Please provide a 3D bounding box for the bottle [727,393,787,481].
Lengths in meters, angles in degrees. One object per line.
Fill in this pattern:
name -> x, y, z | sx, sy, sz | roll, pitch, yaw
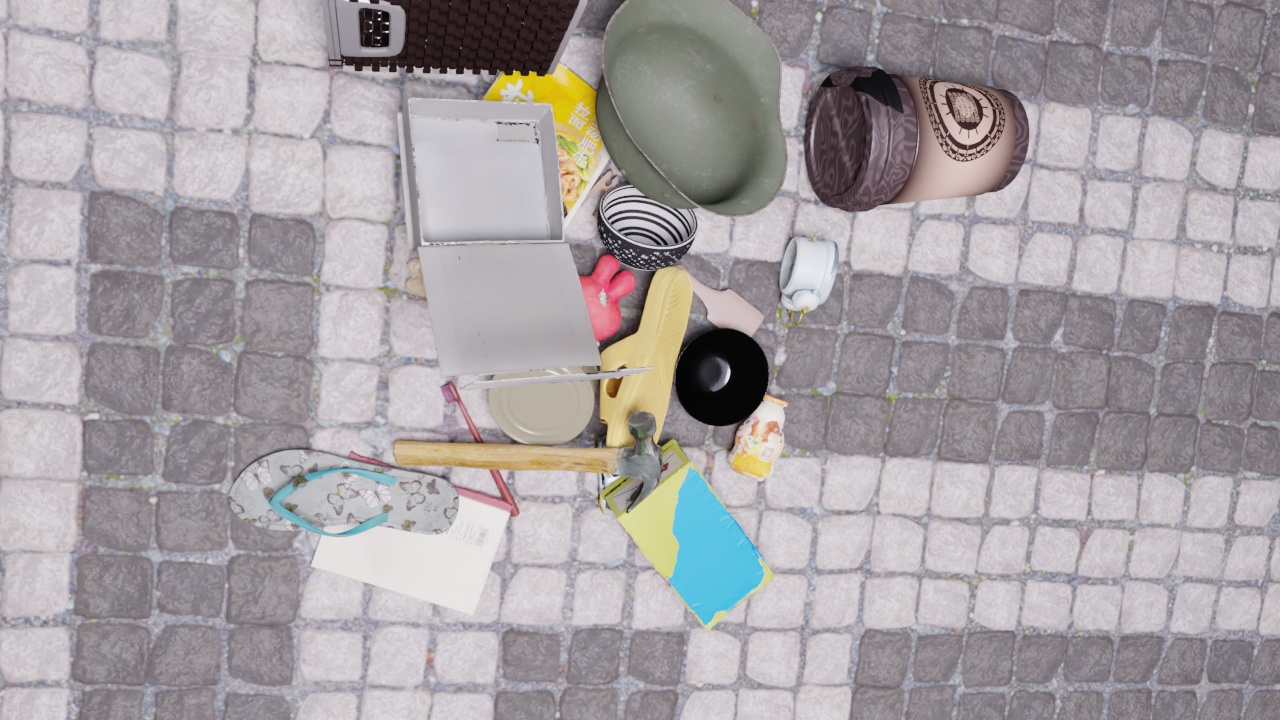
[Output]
bottle -> 0.156, 0.099, 1.188 | 0.063, 0.063, 0.109 | 21, 92, -13

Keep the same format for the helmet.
helmet -> 0.047, -0.274, 1.066 | 0.226, 0.154, 0.268 | -42, 98, -24

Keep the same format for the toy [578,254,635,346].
toy -> -0.063, -0.068, 1.130 | 0.091, 0.045, 0.135 | 35, 95, -15

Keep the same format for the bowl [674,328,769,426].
bowl -> 0.097, 0.018, 1.170 | 0.124, 0.052, 0.124 | -2, 98, -12

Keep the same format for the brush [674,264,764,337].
brush -> 0.093, -0.077, 1.179 | 0.135, 0.015, 0.050 | 37, 90, -8

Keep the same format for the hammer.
hammer -> -0.135, 0.116, 1.079 | 0.331, 0.033, 0.132 | 1, 127, 14

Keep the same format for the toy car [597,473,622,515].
toy car -> -0.032, 0.148, 1.172 | 0.048, 0.033, 0.105 | -5, 97, -9

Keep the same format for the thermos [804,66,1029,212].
thermos -> 0.342, -0.271, 1.131 | 0.226, 0.173, 0.173 | -4, 98, -17

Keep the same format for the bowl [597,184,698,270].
bowl -> 0.004, -0.151, 1.111 | 0.120, 0.120, 0.067 | 5, 136, -12

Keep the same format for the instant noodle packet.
instant noodle packet -> -0.128, -0.250, 1.086 | 0.163, 0.084, 0.221 | 34, 79, -15

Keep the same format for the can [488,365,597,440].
can -> -0.116, 0.033, 1.100 | 0.128, 0.073, 0.128 | 0, 113, 0

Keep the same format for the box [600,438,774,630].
box -> 0.063, 0.224, 1.163 | 0.124, 0.079, 0.221 | -39, 115, -3

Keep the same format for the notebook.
notebook -> -0.281, 0.215, 1.134 | 0.208, 0.012, 0.153 | 20, 93, -9

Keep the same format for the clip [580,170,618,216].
clip -> -0.043, -0.201, 1.128 | 0.045, 0.025, 0.061 | 45, 84, -13

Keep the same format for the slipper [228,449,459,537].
slipper -> -0.351, 0.159, 1.087 | 0.268, 0.055, 0.098 | 4, 92, -6

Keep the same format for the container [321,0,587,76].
container -> -0.193, -0.444, 0.942 | 0.243, 0.248, 0.245 | 1, 86, -16

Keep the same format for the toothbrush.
toothbrush -> -0.199, 0.113, 1.142 | 0.016, 0.016, 0.190 | -26, 102, -3

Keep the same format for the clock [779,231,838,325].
clock -> 0.211, -0.102, 1.163 | 0.057, 0.083, 0.117 | 11, 91, -8

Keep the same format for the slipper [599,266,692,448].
slipper -> -0.007, 0.007, 1.123 | 0.078, 0.099, 0.263 | 13, 79, 26

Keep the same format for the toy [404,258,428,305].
toy -> -0.221, -0.100, 1.096 | 0.117, 0.043, 0.092 | 1, 98, -10

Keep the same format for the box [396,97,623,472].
box -> -0.147, -0.083, 0.957 | 0.166, 0.109, 0.418 | -5, 73, -22
